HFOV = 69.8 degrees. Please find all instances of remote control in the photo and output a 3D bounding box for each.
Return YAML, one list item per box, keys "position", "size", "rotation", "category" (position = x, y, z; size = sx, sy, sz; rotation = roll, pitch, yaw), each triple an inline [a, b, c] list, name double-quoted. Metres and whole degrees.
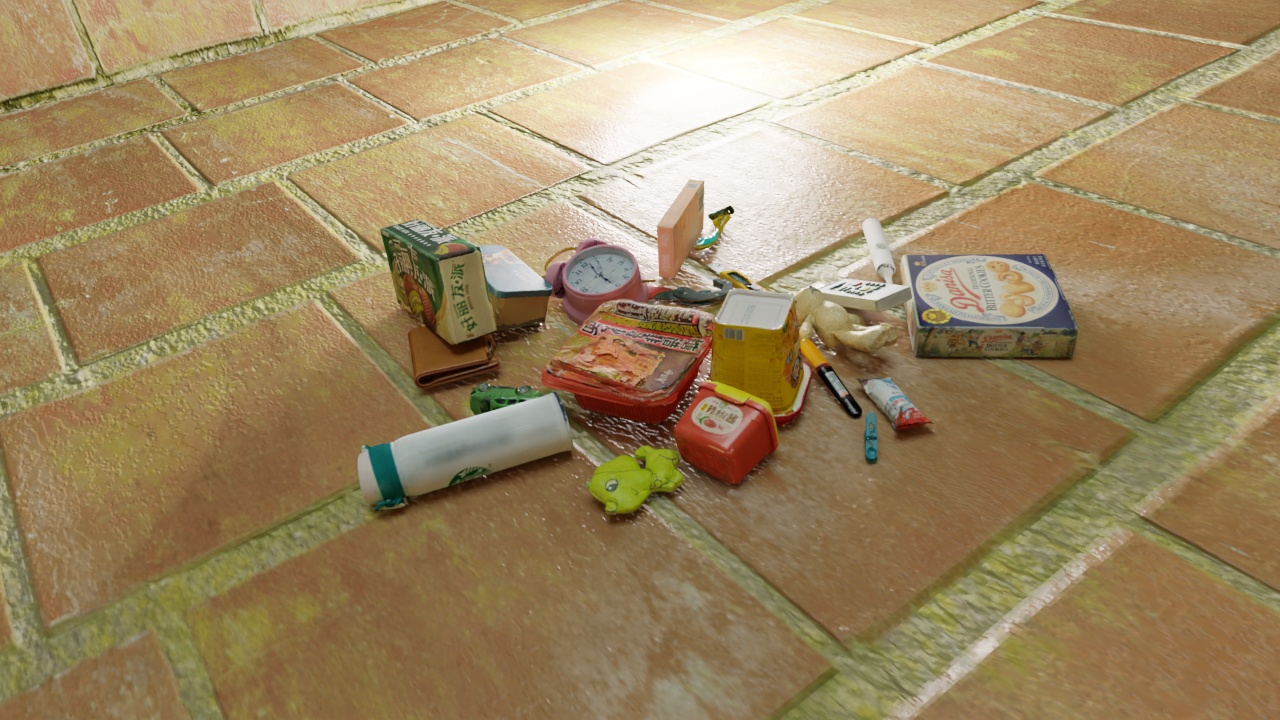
- position: [0.280, -0.084, 1.163]
  size: [0.056, 0.019, 0.135]
  rotation: [-21, 17, -20]
  category: "remote control"

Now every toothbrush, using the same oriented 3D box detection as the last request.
- position: [0.333, -0.137, 1.261]
  size: [0.027, 0.026, 0.220]
  rotation: [-12, 34, 12]
  category: "toothbrush"

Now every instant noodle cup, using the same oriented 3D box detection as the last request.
- position: [0.129, -0.007, 1.024]
  size: [0.116, 0.124, 0.115]
  rotation: [7, 37, 19]
  category: "instant noodle cup"
- position: [-0.006, 0.006, 1.067]
  size: [0.165, 0.079, 0.188]
  rotation: [12, 38, 24]
  category: "instant noodle cup"

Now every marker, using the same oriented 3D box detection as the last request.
- position: [0.217, 0.020, 1.051]
  size: [0.018, 0.015, 0.123]
  rotation: [-19, 48, -13]
  category: "marker"

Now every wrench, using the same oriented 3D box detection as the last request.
- position: [-0.009, -0.098, 1.271]
  size: [0.274, 0.016, 0.056]
  rotation: [3, 36, 13]
  category: "wrench"

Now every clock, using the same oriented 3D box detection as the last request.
- position: [-0.063, -0.110, 1.237]
  size: [0.117, 0.060, 0.158]
  rotation: [-40, 51, -24]
  category: "clock"

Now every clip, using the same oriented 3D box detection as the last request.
- position: [0.243, 0.084, 0.966]
  size: [0.013, 0.034, 0.054]
  rotation: [1, 52, 12]
  category: "clip"

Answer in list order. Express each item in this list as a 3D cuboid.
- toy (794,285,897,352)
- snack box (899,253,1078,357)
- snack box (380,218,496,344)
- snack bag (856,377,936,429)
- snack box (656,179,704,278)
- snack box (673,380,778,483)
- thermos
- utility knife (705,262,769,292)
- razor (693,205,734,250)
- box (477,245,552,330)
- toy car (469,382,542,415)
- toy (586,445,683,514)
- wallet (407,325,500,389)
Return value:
- position: [0.240, -0.046, 1.112]
  size: [0.105, 0.066, 0.157]
  rotation: [-21, 31, -29]
  category: "toy"
- position: [0.424, -0.071, 1.137]
  size: [0.182, 0.046, 0.177]
  rotation: [1, 35, 9]
  category: "snack box"
- position: [-0.269, -0.109, 1.206]
  size: [0.063, 0.114, 0.240]
  rotation: [-19, 26, -25]
  category: "snack box"
- position: [0.279, 0.045, 1.011]
  size: [0.048, 0.026, 0.104]
  rotation: [-2, 34, -15]
  category: "snack bag"
- position: [0.060, -0.194, 1.337]
  size: [0.026, 0.085, 0.156]
  rotation: [10, 38, 17]
  category: "snack box"
- position: [0.088, 0.078, 0.957]
  size: [0.091, 0.082, 0.080]
  rotation: [22, 57, 35]
  category: "snack box"
- position: [-0.187, 0.098, 0.979]
  size: [0.224, 0.073, 0.073]
  rotation: [-16, 36, -13]
  category: "thermos"
- position: [0.146, -0.098, 1.246]
  size: [0.033, 0.015, 0.190]
  rotation: [-20, 37, -23]
  category: "utility knife"
- position: [0.106, -0.192, 1.375]
  size: [0.043, 0.028, 0.132]
  rotation: [-15, 24, 31]
  category: "razor"
- position: [-0.191, -0.099, 1.244]
  size: [0.089, 0.063, 0.184]
  rotation: [-8, 29, -35]
  category: "box"
- position: [-0.155, 0.052, 1.056]
  size: [0.091, 0.043, 0.036]
  rotation: [5, 37, 16]
  category: "toy car"
- position: [-0.006, 0.121, 0.945]
  size: [0.100, 0.031, 0.096]
  rotation: [-3, 35, -3]
  category: "toy"
- position: [-0.240, -0.014, 1.174]
  size: [0.107, 0.031, 0.131]
  rotation: [-14, 32, -11]
  category: "wallet"
